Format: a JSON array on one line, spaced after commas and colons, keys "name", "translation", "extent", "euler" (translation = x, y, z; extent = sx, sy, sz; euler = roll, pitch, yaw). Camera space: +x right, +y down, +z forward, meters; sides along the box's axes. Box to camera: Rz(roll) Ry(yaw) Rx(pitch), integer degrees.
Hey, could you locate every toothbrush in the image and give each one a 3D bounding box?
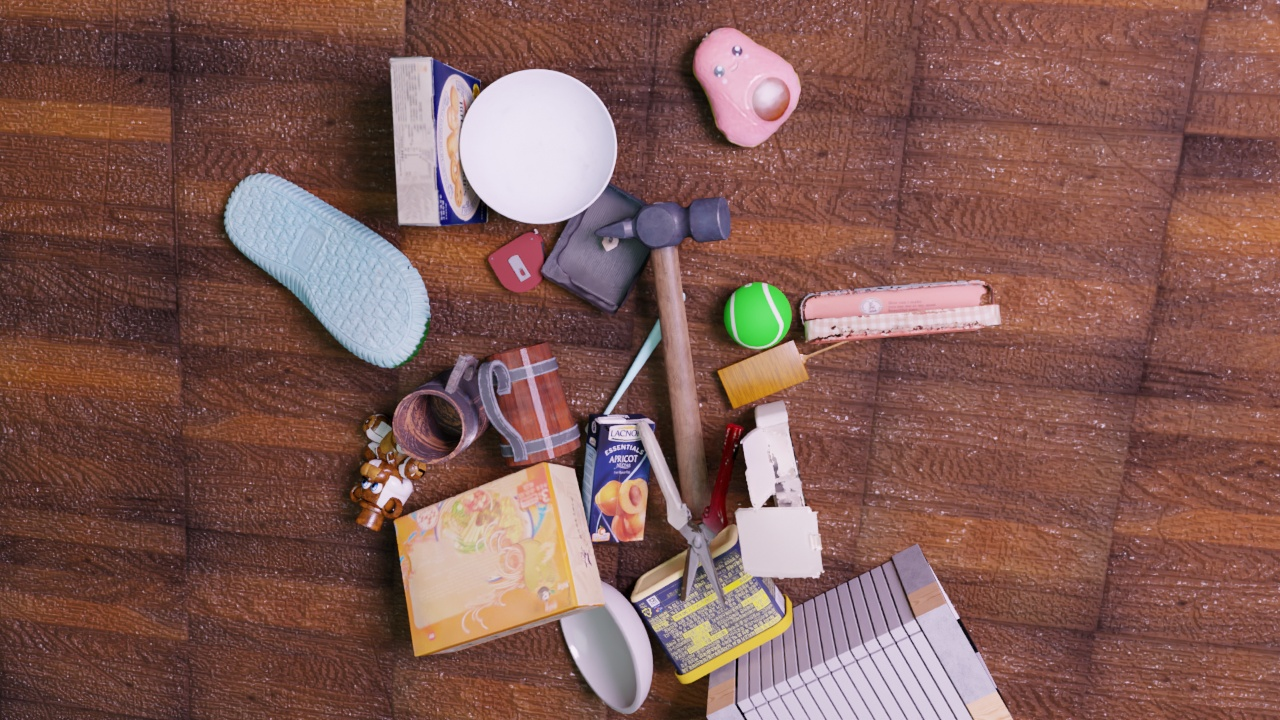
[{"name": "toothbrush", "translation": [-0.006, 0.005, 0.945], "extent": [0.016, 0.016, 0.181], "euler": [28, 102, -28]}]

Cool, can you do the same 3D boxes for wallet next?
[{"name": "wallet", "translation": [-0.034, -0.115, 0.920], "extent": [0.089, 0.026, 0.115], "euler": [31, 102, 0]}]

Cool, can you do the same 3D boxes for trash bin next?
[{"name": "trash bin", "translation": [0.210, 0.323, 0.913], "extent": [0.247, 0.142, 0.142], "euler": [-30, 96, 11]}]

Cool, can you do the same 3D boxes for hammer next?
[{"name": "hammer", "translation": [0.037, 0.007, 0.901], "extent": [0.129, 0.040, 0.322], "euler": [-3, 104, 22]}]

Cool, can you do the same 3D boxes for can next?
[{"name": "can", "translation": [0.072, 0.250, 0.952], "extent": [0.135, 0.075, 0.104], "euler": [-32, 93, 11]}]

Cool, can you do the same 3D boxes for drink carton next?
[{"name": "drink carton", "translation": [-0.024, 0.119, 0.945], "extent": [0.064, 0.040, 0.130], "euler": [1, 102, -23]}]

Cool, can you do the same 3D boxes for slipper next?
[{"name": "slipper", "translation": [-0.313, -0.097, 0.940], "extent": [0.276, 0.069, 0.116], "euler": [35, 102, 15]}]

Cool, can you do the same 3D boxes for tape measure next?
[{"name": "tape measure", "translation": [-0.119, -0.098, 0.937], "extent": [0.059, 0.019, 0.051], "euler": [-30, 95, 11]}]

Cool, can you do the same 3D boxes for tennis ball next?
[{"name": "tennis ball", "translation": [0.114, -0.043, 0.895], "extent": [0.065, 0.065, 0.065], "euler": [1, 101, 7]}]

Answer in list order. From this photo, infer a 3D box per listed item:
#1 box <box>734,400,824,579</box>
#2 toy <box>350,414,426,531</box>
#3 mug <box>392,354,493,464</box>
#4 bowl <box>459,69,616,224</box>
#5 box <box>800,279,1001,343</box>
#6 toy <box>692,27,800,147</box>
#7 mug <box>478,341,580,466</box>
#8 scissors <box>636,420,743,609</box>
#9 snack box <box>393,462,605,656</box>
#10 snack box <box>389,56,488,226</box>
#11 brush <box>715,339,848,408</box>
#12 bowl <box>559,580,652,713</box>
[{"name": "box", "translation": [0.121, 0.120, 0.865], "extent": [0.080, 0.180, 0.143], "euler": [-13, 92, 8]}, {"name": "toy", "translation": [-0.268, 0.121, 0.968], "extent": [0.087, 0.067, 0.112], "euler": [14, 75, 36]}, {"name": "mug", "translation": [-0.188, 0.039, 0.926], "extent": [0.080, 0.107, 0.116], "euler": [26, 102, 2]}, {"name": "bowl", "translation": [-0.096, -0.195, 0.880], "extent": [0.144, 0.074, 0.144], "euler": [0, 87, -3]}, {"name": "box", "translation": [0.250, -0.047, 0.886], "extent": [0.187, 0.057, 0.067], "euler": [-5, 68, 6]}, {"name": "toy", "translation": [0.094, -0.260, 0.864], "extent": [0.110, 0.051, 0.090], "euler": [45, 101, -1]}, {"name": "mug", "translation": [-0.119, 0.045, 0.917], "extent": [0.082, 0.117, 0.111], "euler": [-12, 95, 23]}, {"name": "scissors", "translation": [0.049, 0.134, 0.890], "extent": [0.179, 0.015, 0.199], "euler": [42, 120, 24]}, {"name": "snack box", "translation": [-0.143, 0.203, 0.936], "extent": [0.196, 0.080, 0.145], "euler": [-23, 69, 21]}, {"name": "snack box", "translation": [-0.186, -0.200, 0.862], "extent": [0.043, 0.145, 0.144], "euler": [0, 100, 8]}, {"name": "brush", "translation": [0.144, 0.005, 0.925], "extent": [0.126, 0.017, 0.048], "euler": [-23, 97, 11]}, {"name": "bowl", "translation": [-0.029, 0.289, 0.959], "extent": [0.043, 0.150, 0.149], "euler": [-20, 100, -33]}]
